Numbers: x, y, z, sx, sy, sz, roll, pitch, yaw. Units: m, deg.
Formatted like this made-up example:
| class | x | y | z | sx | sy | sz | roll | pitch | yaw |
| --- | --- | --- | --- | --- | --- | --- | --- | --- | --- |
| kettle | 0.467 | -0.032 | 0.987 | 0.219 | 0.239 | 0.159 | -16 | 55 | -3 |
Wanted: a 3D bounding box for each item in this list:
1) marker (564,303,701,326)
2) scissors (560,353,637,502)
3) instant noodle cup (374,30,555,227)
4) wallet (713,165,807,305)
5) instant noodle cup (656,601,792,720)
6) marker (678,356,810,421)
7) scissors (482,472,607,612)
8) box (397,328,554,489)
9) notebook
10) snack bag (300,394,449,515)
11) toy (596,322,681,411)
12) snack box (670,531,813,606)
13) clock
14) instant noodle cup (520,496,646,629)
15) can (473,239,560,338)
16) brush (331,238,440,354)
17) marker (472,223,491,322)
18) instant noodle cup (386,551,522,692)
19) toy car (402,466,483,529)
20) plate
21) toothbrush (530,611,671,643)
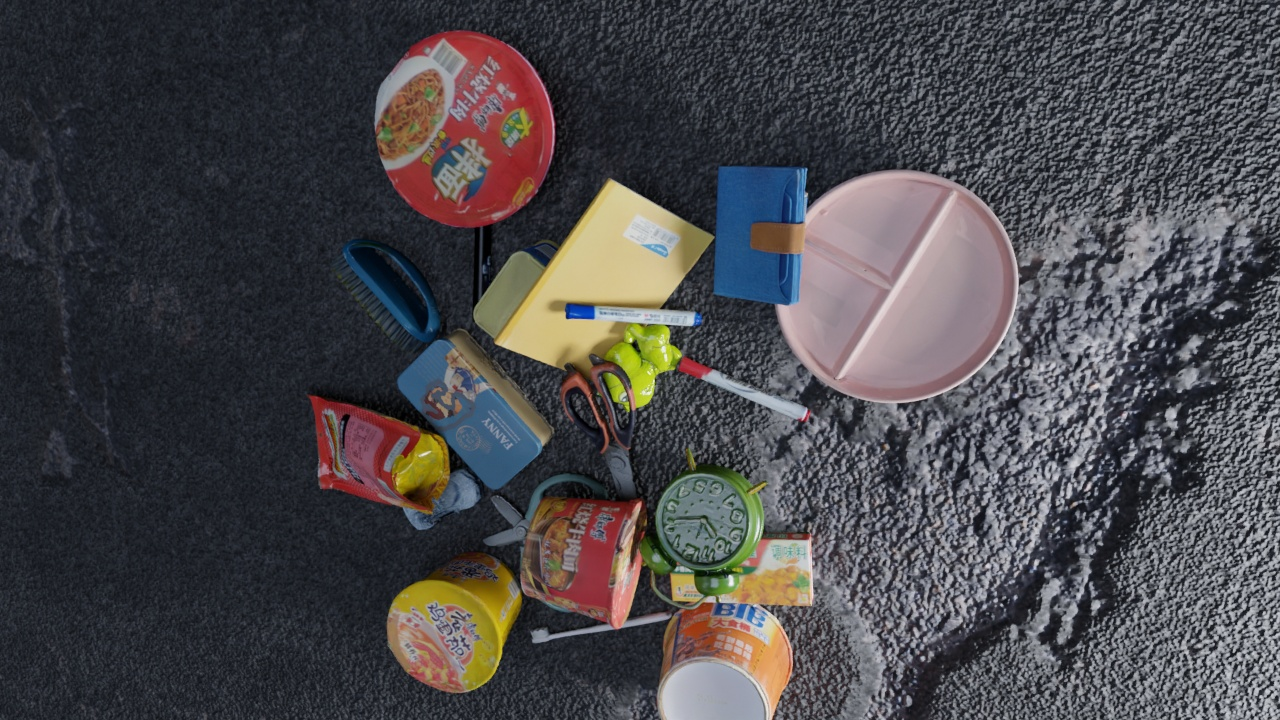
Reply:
| class | x | y | z | sx | sy | sz | roll | pitch | yaw |
| --- | --- | --- | --- | --- | --- | --- | --- | --- | --- |
| marker | -0.006 | -0.046 | 0.940 | 0.145 | 0.017 | 0.017 | 2 | 107 | -21 |
| scissors | -0.041 | 0.097 | 1.001 | 0.182 | 0.015 | 0.210 | 29 | 122 | 0 |
| instant noodle cup | -0.172 | -0.237 | 0.946 | 0.194 | 0.065 | 0.194 | 3 | 105 | 12 |
| wallet | 0.116 | -0.124 | 0.899 | 0.106 | 0.040 | 0.133 | 14 | 109 | 43 |
| instant noodle cup | 0.088 | 0.350 | 1.005 | 0.151 | 0.111 | 0.151 | 3 | 105 | 13 |
| marker | 0.109 | 0.031 | 0.969 | 0.145 | 0.017 | 0.017 | 23 | 108 | 8 |
| scissors | -0.094 | 0.208 | 1.064 | 0.170 | 0.019 | 0.174 | -34 | 93 | 20 |
| box | -0.178 | 0.057 | 1.024 | 0.184 | 0.063 | 0.090 | 47 | 110 | 1 |
| notebook | -0.036 | -0.072 | 0.933 | 0.145 | 0.010 | 0.207 | 22 | 116 | -38 |
| snack bag | -0.313 | 0.107 | 1.051 | 0.208 | 0.073 | 0.129 | 9 | 114 | 37 |
| toy | -0.006 | 0.006 | 0.979 | 0.100 | 0.031 | 0.097 | -25 | 118 | 5 |
| snack box | 0.110 | 0.228 | 1.013 | 0.156 | 0.027 | 0.077 | -2 | 102 | 14 |
| clock | 0.064 | 0.185 | 0.975 | 0.116 | 0.056 | 0.161 | 21 | 89 | 16 |
| instant noodle cup | -0.060 | 0.209 | 0.983 | 0.109 | 0.137 | 0.138 | 9 | 106 | 11 |
| can | -0.121 | -0.073 | 0.965 | 0.057 | 0.083 | 0.102 | 39 | 109 | 2 |
| brush | -0.274 | -0.079 | 1.016 | 0.074 | 0.055 | 0.144 | -41 | 91 | 20 |
| marker | -0.174 | -0.106 | 1.004 | 0.022 | 0.020 | 0.132 | 11 | 106 | 28 |
| instant noodle cup | -0.207 | 0.294 | 1.065 | 0.138 | 0.109 | 0.138 | 3 | 105 | 13 |
| toy car | -0.234 | 0.163 | 1.081 | 0.106 | 0.031 | 0.049 | -29 | 96 | 18 |
| plate | 0.248 | -0.071 | 0.903 | 0.230 | 0.028 | 0.230 | 3 | 103 | 13 |
| toothbrush | -0.048 | 0.311 | 1.081 | 0.180 | 0.016 | 0.016 | -14 | 94 | 18 |
